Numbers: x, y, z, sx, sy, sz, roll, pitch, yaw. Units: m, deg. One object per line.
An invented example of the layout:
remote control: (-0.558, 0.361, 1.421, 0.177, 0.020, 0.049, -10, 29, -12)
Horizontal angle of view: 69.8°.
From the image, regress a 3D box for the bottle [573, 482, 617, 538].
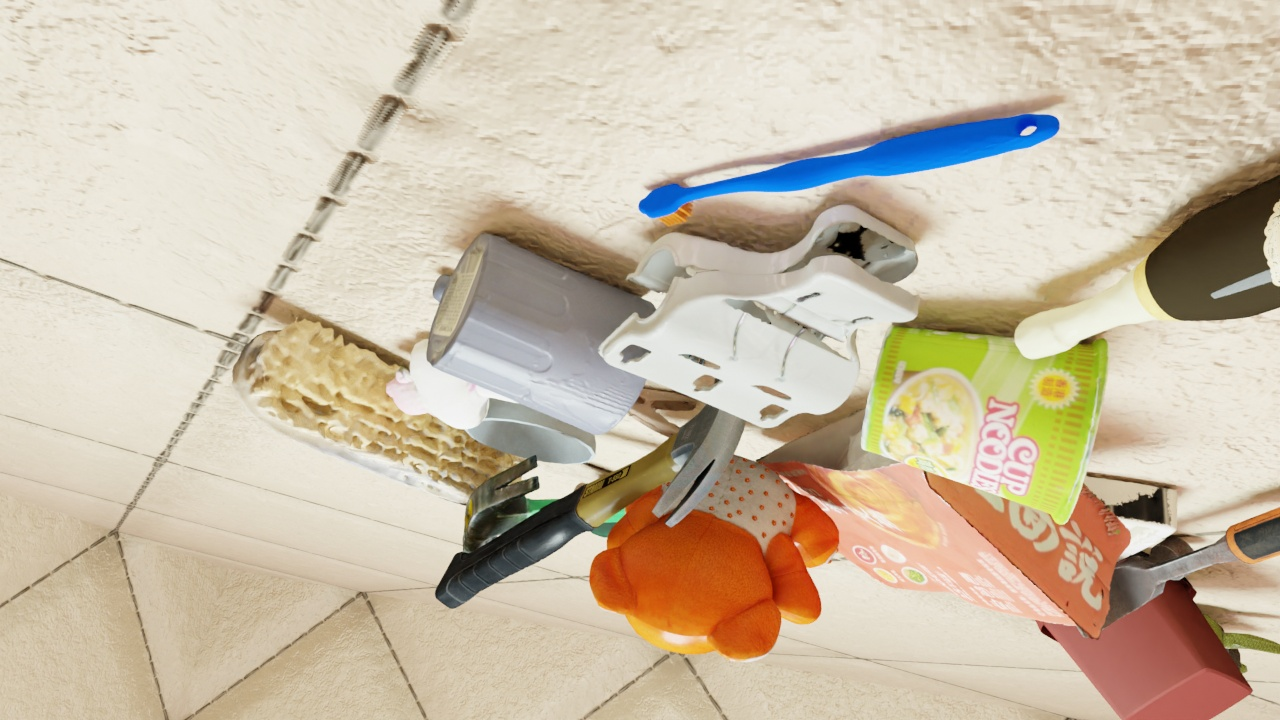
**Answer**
bottle: (-0.015, 0.154, 0.931, 0.131, 0.061, 0.061, 29, 155, -37)

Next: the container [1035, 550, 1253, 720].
container: (0.444, 0.235, 0.859, 0.148, 0.200, 0.127, 27, 117, -34)

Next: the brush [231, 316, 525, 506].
brush: (-0.195, 0.050, 0.740, 0.057, 0.083, 0.271, -7, 151, 41)

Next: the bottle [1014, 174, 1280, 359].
bottle: (0.224, -0.035, 0.367, 0.045, 0.045, 0.185, 19, 157, -17)

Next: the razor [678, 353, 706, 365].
razor: (-0.004, 0.004, 0.610, 0.145, 0.022, 0.042, -10, 149, 43)

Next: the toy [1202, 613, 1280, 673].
toy: (0.585, 0.316, 1.002, 0.180, 0.078, 0.153, 5, 157, 23)

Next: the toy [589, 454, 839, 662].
toy: (0.047, 0.137, 0.632, 0.164, 0.172, 0.093, 15, 121, 16)

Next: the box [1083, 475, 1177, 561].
box: (0.304, 0.128, 0.725, 0.184, 0.050, 0.143, 6, 158, 12)

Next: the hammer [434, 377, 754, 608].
hammer: (-0.050, 0.112, 0.651, 0.025, 0.117, 0.334, 42, 130, -16)

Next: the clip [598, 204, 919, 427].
clip: (0.067, -0.032, 0.462, 0.126, 0.095, 0.153, 20, 136, -30)

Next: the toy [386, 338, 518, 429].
toy: (-0.135, 0.014, 0.670, 0.123, 0.037, 0.079, -15, 126, 28)

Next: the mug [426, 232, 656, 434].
mug: (-0.062, -0.018, 0.529, 0.104, 0.084, 0.124, 23, -177, -25)

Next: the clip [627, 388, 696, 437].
clip: (0.014, 0.031, 0.680, 0.061, 0.041, 0.024, 31, 158, 4)

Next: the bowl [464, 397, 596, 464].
bowl: (-0.084, 0.048, 0.737, 0.106, 0.039, 0.106, 10, 158, 4)

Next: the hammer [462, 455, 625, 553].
hammer: (0.012, 0.127, 0.789, 0.318, 0.032, 0.130, 1, 141, -15)

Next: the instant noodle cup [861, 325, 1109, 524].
instant noodle cup: (0.179, 0.026, 0.488, 0.108, 0.098, 0.099, 12, 160, 19)

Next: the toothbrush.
toothbrush: (0.076, -0.077, 0.380, 0.183, 0.016, 0.018, -4, 159, 35)

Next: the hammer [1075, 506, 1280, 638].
hammer: (0.412, 0.121, 0.614, 0.137, 0.035, 0.315, -21, 159, -19)

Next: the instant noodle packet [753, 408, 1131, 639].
instant noodle packet: (0.187, 0.113, 0.641, 0.164, 0.083, 0.221, 41, 152, -12)
